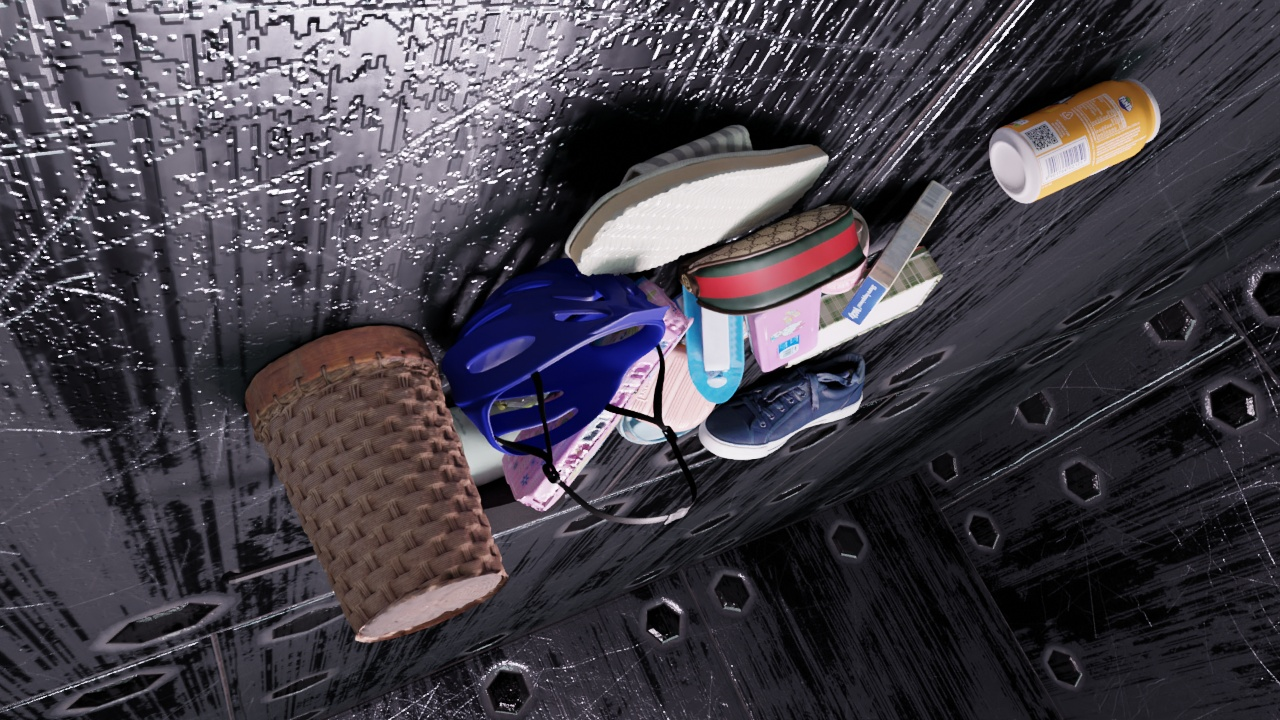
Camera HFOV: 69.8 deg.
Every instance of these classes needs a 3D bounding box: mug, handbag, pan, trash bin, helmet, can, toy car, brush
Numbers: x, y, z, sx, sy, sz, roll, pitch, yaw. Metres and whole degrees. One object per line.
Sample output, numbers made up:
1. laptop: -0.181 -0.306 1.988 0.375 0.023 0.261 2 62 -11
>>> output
1. mug: -0.174 0.085 0.943 0.111 0.084 0.103 -5 -175 42
2. handbag: 0.114 -0.095 0.802 0.166 0.063 0.138 -27 -157 -23
3. pan: -0.239 0.154 0.921 0.355 0.034 0.226 -12 -171 -43
4. trash bin: -0.205 0.100 0.720 0.151 0.210 0.151 -23 160 -9
5. helmet: -0.052 0.037 0.724 0.147 0.227 0.242 -14 164 -44
6. can: 0.189 -0.108 0.901 0.067 0.067 0.076 -27 161 4
7. can: 0.421 -0.216 0.897 0.142 0.079 0.079 -25 161 -4
8. toy car: -0.116 0.031 0.933 0.039 0.027 0.089 -36 161 21
9. brush: 0.071 -0.016 0.869 0.055 0.075 0.136 -3 119 4

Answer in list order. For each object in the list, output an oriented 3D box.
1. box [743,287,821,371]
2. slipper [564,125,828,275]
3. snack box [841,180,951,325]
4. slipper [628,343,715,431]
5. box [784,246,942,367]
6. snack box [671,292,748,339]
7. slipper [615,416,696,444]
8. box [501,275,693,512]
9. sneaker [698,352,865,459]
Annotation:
1. box: 0.148 -0.042 0.961 0.076 0.036 0.214 -27 162 2
2. slipper: 0.050 -0.126 0.696 0.271 0.054 0.115 -22 164 -42
3. snack box: 0.263 -0.110 0.945 0.149 0.026 0.082 -52 172 -26
4. slipper: -0.006 0.005 0.942 0.197 0.081 0.093 19 108 -33
5. box: 0.264 -0.065 1.142 0.205 0.050 0.118 -24 164 -6
6. snack box: 0.101 -0.061 0.962 0.087 0.034 0.151 -34 161 19
7. slipper: 0.025 0.060 1.122 0.104 0.074 0.246 -22 159 -10
8. box: -0.031 0.041 0.850 0.077 0.084 0.231 31 103 -31
9. sneaker: 0.219 0.052 1.344 0.293 0.120 0.127 -20 138 -25
